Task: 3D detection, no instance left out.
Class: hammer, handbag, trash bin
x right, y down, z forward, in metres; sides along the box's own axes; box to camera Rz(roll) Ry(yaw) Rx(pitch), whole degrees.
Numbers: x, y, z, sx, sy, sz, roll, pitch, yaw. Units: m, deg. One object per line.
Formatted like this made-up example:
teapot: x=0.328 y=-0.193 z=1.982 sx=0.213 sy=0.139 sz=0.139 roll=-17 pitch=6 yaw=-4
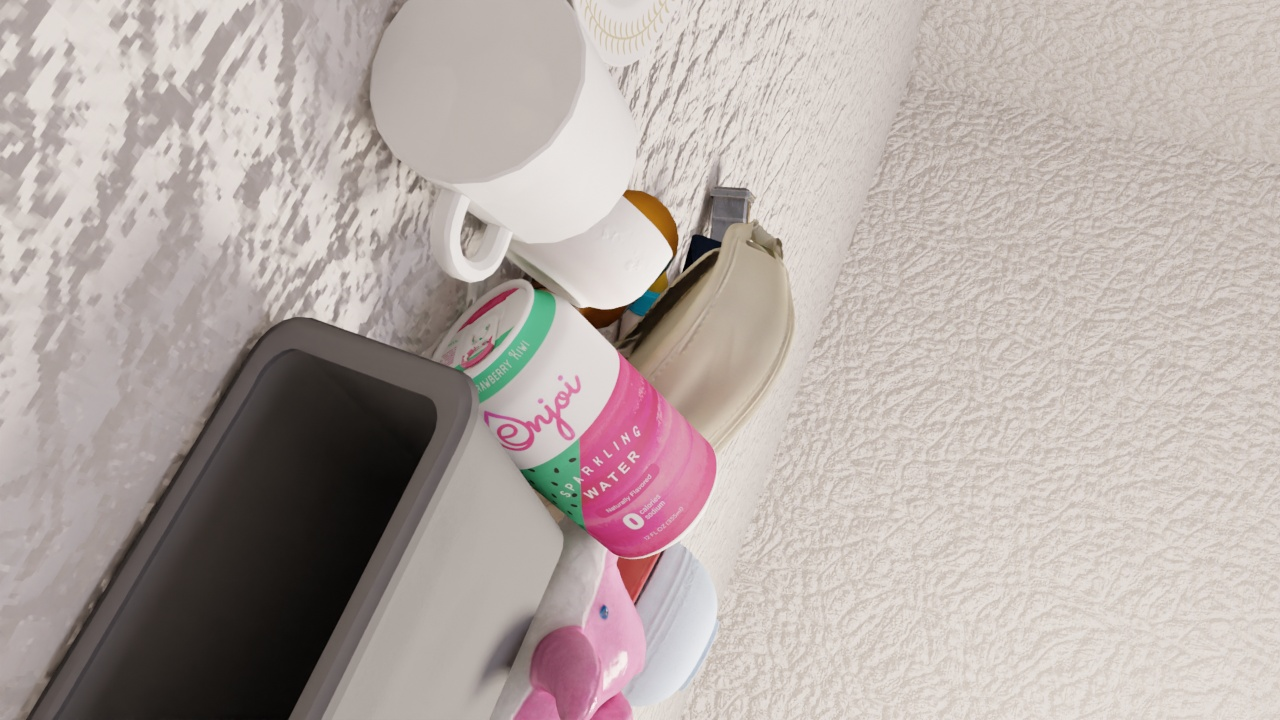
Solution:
hammer: x=0.122 y=-0.141 z=1.107 sx=0.321 sy=0.044 sz=0.098 roll=-16 pitch=112 yaw=-78
handbag: x=-0.004 y=0.004 z=0.655 sx=0.230 sy=0.132 sz=0.183 roll=-41 pitch=-159 yaw=31
trash bin: x=-0.125 y=0.118 z=0.415 sx=0.220 sy=0.098 sz=0.191 roll=77 pitch=34 yaw=-65

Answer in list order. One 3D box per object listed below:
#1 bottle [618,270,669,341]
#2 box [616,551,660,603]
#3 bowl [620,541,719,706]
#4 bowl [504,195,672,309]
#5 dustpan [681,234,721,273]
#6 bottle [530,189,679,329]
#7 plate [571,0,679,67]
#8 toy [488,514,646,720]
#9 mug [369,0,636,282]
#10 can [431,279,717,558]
bottle: x=0.007 y=-0.024 z=0.811 sx=0.051 sy=0.051 sz=0.146 roll=-47 pitch=152 yaw=-58
box: x=-0.040 y=0.169 z=0.776 sx=0.129 sy=0.087 sz=0.159 roll=-59 pitch=176 yaw=-32
bowl: x=0.018 y=0.231 z=0.777 sx=0.150 sy=0.075 sz=0.150 roll=-59 pitch=177 yaw=-5
bowl: x=-0.040 y=-0.066 z=0.495 sx=0.054 sy=0.105 sz=0.105 roll=-54 pitch=164 yaw=-3
dustpan: x=0.042 y=-0.005 z=0.875 sx=0.237 sy=0.080 sz=0.272 roll=105 pitch=9 yaw=-47
bottle: x=-0.031 y=-0.058 z=0.599 sx=0.156 sy=0.068 sz=0.068 roll=-50 pitch=154 yaw=-55
plate: x=0.003 y=-0.299 z=0.538 sx=0.242 sy=0.016 sz=0.242 roll=19 pitch=89 yaw=-75
toy: x=-0.061 y=0.219 z=0.559 sx=0.187 sy=0.128 sz=0.265 roll=-9 pitch=-135 yaw=56
mug: x=-0.060 y=-0.093 z=0.402 sx=0.090 sy=0.091 sz=0.121 roll=32 pitch=76 yaw=-75
can: x=-0.034 y=0.036 z=0.517 sx=0.166 sy=0.088 sz=0.088 roll=45 pitch=55 yaw=-29
